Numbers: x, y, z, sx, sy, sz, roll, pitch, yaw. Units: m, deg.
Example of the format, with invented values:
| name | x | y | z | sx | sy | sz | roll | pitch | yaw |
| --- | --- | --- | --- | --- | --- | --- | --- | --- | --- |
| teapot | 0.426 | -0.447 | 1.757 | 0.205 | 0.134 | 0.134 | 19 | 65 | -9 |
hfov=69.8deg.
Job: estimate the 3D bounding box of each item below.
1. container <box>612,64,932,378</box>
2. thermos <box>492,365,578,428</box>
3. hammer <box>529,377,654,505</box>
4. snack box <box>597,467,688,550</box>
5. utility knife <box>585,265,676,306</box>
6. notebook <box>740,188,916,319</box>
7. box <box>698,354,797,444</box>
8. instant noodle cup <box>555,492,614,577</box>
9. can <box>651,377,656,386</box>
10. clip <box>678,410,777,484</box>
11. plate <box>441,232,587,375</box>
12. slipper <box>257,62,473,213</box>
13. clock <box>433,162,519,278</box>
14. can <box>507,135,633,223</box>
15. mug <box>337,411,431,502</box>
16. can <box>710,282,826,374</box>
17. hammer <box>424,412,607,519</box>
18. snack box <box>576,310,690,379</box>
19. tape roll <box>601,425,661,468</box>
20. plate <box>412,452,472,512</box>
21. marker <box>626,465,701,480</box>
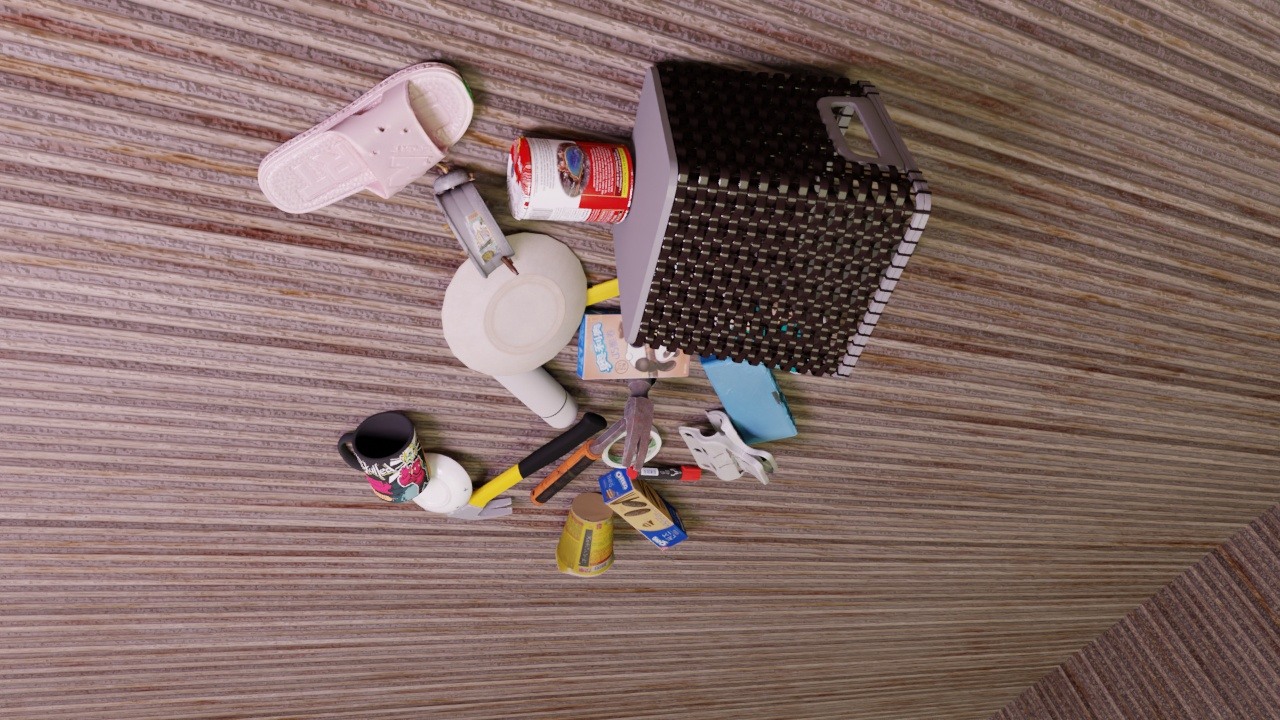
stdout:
| name | x | y | z | sx | sy | sz | roll | pitch | yaw |
| --- | --- | --- | --- | --- | --- | --- | --- | --- | --- |
| container | 0.115 | -0.151 | 0.976 | 0.243 | 0.246 | 0.246 | 5 | 134 | -11 |
| thermos | -0.155 | 0.021 | 1.213 | 0.052 | 0.052 | 0.224 | -30 | 138 | 11 |
| hammer | -0.077 | 0.148 | 1.320 | 0.035 | 0.137 | 0.315 | 21 | 140 | -25 |
| snack box | 0.008 | 0.245 | 1.514 | 0.057 | 0.056 | 0.207 | -31 | 138 | 11 |
| utility knife | -0.053 | -0.084 | 1.166 | 0.217 | 0.019 | 0.030 | -16 | 145 | 3 |
| notebook | 0.250 | -0.140 | 1.218 | 0.208 | 0.029 | 0.170 | 20 | 127 | -40 |
| box | 0.166 | 0.044 | 1.381 | 0.093 | 0.054 | 0.231 | -13 | 141 | 18 |
| instant noodle cup | -0.084 | 0.277 | 1.495 | 0.100 | 0.100 | 0.113 | -2 | 125 | -19 |
| can | -0.008 | 0.007 | 1.271 | 0.031 | 0.031 | 0.080 | -29 | 138 | 10 |
| clip | 0.147 | 0.132 | 1.427 | 0.152 | 0.098 | 0.126 | 5 | 149 | 29 |
| plate | -0.143 | -0.060 | 1.103 | 0.188 | 0.027 | 0.189 | -16 | 125 | -25 |
| slipper | -0.271 | -0.206 | 0.916 | 0.239 | 0.064 | 0.094 | -25 | 139 | 8 |
| clock | -0.186 | -0.154 | 0.989 | 0.056 | 0.104 | 0.148 | -30 | 109 | -3 |
| can | -0.077 | -0.193 | 0.987 | 0.116 | 0.086 | 0.087 | -1 | 135 | -21 |
| mug | -0.352 | 0.129 | 1.242 | 0.118 | 0.081 | 0.098 | 7 | 139 | 11 |
| can | 0.158 | -0.043 | 1.219 | 0.143 | 0.099 | 0.099 | 12 | 130 | -23 |
| hammer | -0.170 | 0.158 | 1.331 | 0.325 | 0.029 | 0.127 | -34 | 141 | 31 |
| snack box | -0.007 | -0.022 | 1.211 | 0.151 | 0.034 | 0.087 | -1 | 105 | -19 |
| tape roll | -0.015 | 0.130 | 1.411 | 0.093 | 0.018 | 0.094 | -12 | 139 | -11 |
| plate | -0.295 | 0.182 | 1.316 | 0.104 | 0.026 | 0.104 | 5 | 121 | 8 |
| marker | 0.039 | 0.179 | 1.467 | 0.144 | 0.021 | 0.023 | 8 | 110 | -40 |
